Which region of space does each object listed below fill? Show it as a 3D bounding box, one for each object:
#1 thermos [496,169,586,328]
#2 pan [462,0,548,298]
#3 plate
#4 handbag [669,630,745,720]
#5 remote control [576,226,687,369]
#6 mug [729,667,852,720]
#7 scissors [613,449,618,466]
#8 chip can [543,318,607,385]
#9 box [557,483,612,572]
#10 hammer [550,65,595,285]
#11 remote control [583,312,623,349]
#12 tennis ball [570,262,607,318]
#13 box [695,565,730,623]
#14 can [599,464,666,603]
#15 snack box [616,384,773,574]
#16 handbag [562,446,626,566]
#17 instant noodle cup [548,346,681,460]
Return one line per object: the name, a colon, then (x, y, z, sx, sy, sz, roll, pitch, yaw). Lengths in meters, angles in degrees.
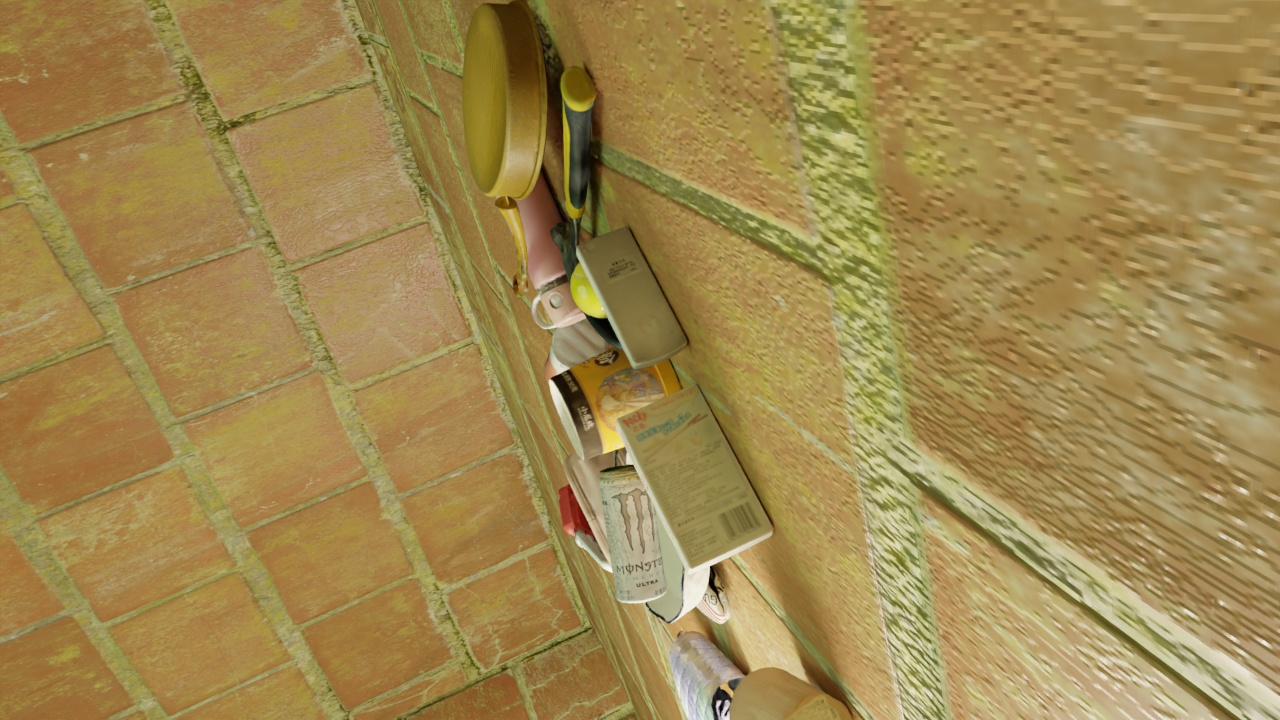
thermos: (-0.125, -0.137, 1.135, 0.067, 0.087, 0.198, -20, -93, -61)
pan: (-0.143, -0.209, 1.003, 0.197, 0.078, 0.358, -116, 30, -41)
plate: (0.028, 0.201, 1.081, 0.205, 0.045, 0.205, 171, 90, -72)
handbag: (0.105, 0.454, 1.231, 0.194, 0.075, 0.134, -171, 63, -74)
remote control: (-0.009, -0.058, 0.853, 0.135, 0.056, 0.019, 63, 167, 17)
mug: (0.148, 0.357, 0.854, 0.124, 0.084, 0.104, 66, 162, -1)
scissors: (-0.031, 0.107, 1.181, 0.133, 0.012, 0.172, 99, 170, -45)
chip can: (-0.093, -0.002, 1.259, 0.215, 0.071, 0.071, 131, 116, -76)
box: (-0.043, 0.271, 1.355, 0.201, 0.058, 0.161, 43, -166, -54)
hammer: (-0.063, -0.165, 0.932, 0.324, 0.032, 0.126, 100, 152, -65)
remote control: (-0.021, -0.036, 0.944, 0.136, 0.053, 0.024, -134, 34, -58)
tennis ball: (-0.038, -0.075, 0.922, 0.065, 0.065, 0.065, 157, 90, -77)
box: (0.073, 0.269, 1.130, 0.164, 0.052, 0.069, -152, 55, -69)
can: (-0.009, 0.191, 1.020, 0.058, 0.058, 0.146, 174, 88, -77)
snack box: (0.048, 0.107, 0.839, 0.027, 0.084, 0.156, 92, 153, -66)
handbag: (-0.020, 0.208, 1.325, 0.193, 0.093, 0.234, 62, -179, 10)
instant noodle cup: (-0.027, 0.041, 0.965, 0.118, 0.114, 0.118, 157, 90, -78)
